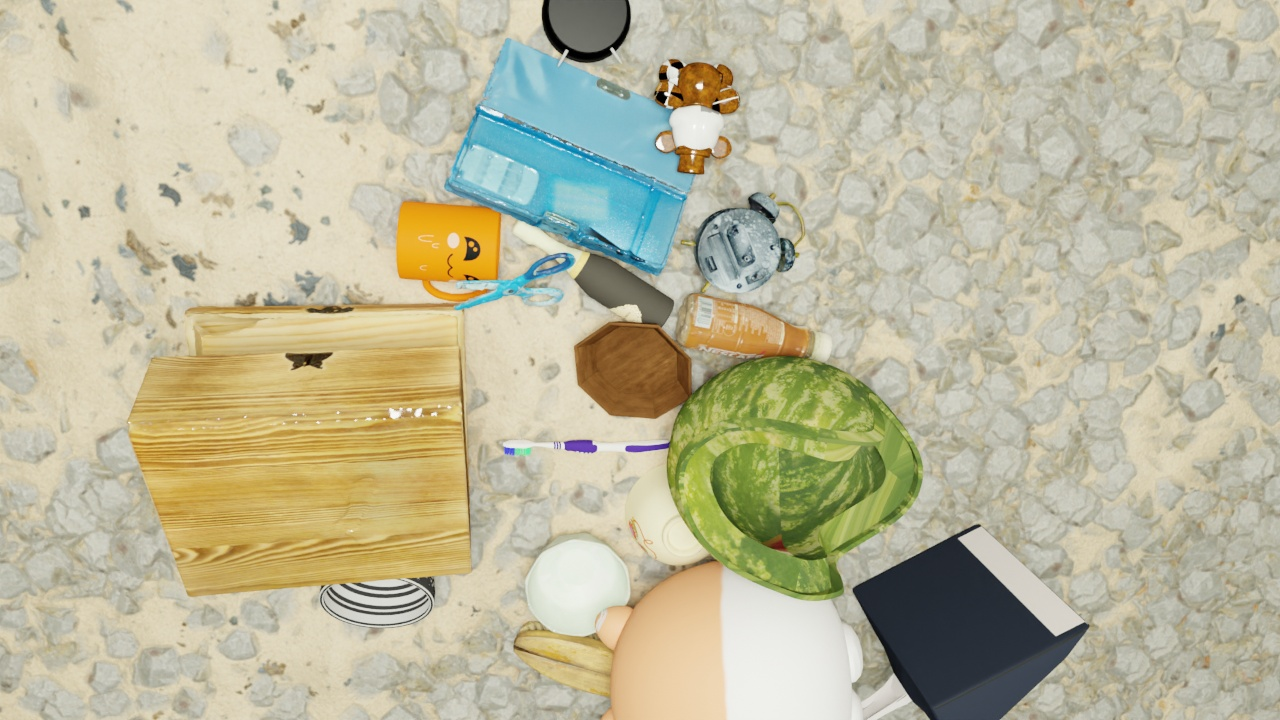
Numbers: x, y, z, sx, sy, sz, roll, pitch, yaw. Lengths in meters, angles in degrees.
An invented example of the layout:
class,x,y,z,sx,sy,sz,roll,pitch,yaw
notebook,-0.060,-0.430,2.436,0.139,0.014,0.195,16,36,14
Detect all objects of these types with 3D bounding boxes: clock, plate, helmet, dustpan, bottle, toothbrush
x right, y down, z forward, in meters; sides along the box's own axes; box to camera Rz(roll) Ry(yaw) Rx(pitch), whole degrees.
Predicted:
class,x,y,z,sx,sy,sz,roll,pitch,yaw
clock,0.113,-0.123,0.965,0.129,0.052,0.090,-23,105,1
plate,-0.006,0.005,0.976,0.131,0.025,0.131,6,127,8
clock,-0.054,-0.352,0.895,0.091,0.042,0.121,-3,104,-5
helmet,0.148,0.103,0.930,0.243,0.246,0.213,17,108,28
dustpan,0.315,0.321,1.003,0.273,0.236,0.080,-28,106,2
bottle,0.124,-0.029,0.986,0.167,0.059,0.059,11,103,-9
toothbrush,-0.059,0.096,1.023,0.186,0.015,0.016,1,109,-6
bottle,-0.052,-0.092,0.960,0.184,0.045,0.045,32,99,-12

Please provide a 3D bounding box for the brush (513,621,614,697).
class,x,y,z,sx,sy,sz,roll,pitch,yaw
brush,-0.055,0.352,1.073,0.195,0.043,0.059,20,100,-11

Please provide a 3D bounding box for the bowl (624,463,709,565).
class,x,y,z,sx,sy,sz,roll,pitch,yaw
bowl,0.044,0.182,1.024,0.118,0.074,0.118,-1,104,-5

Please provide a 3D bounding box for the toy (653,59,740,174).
class,x,y,z,sx,sy,sz,roll,pitch,yaw
toy,0.055,-0.244,0.917,0.087,0.067,0.112,4,99,-7

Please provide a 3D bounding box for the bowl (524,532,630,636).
class,x,y,z,sx,sy,sz,roll,pitch,yaw
bowl,-0.072,0.244,1.035,0.117,0.061,0.117,-1,104,-6

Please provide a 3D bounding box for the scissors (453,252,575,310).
class,x,y,z,sx,sy,sz,roll,pitch,yaw
scissors,-0.121,-0.079,0.918,0.137,0.128,0.012,2,62,-39

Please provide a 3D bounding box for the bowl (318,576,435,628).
class,x,y,z,sx,sy,sz,roll,pitch,yaw
bowl,-0.284,0.235,1.003,0.120,0.066,0.120,-2,138,-2

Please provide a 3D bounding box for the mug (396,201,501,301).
class,x,y,z,sx,sy,sz,roll,pitch,yaw
mug,-0.193,-0.105,0.935,0.096,0.077,0.113,4,135,-7

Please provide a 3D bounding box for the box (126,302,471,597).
class,x,y,z,sx,sy,sz,roll,pitch,yaw
box,-0.311,0.084,0.924,0.279,0.220,0.259,-3,127,-11

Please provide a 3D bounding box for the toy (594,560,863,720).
class,x,y,z,sx,sy,sz,roll,pitch,yaw
toy,0.092,0.340,0.971,0.281,0.265,0.263,-1,93,7

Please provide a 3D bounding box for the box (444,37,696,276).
class,x,y,z,sx,sy,sz,roll,pitch,yaw
box,-0.056,-0.205,0.920,0.231,0.033,0.174,22,78,-11
